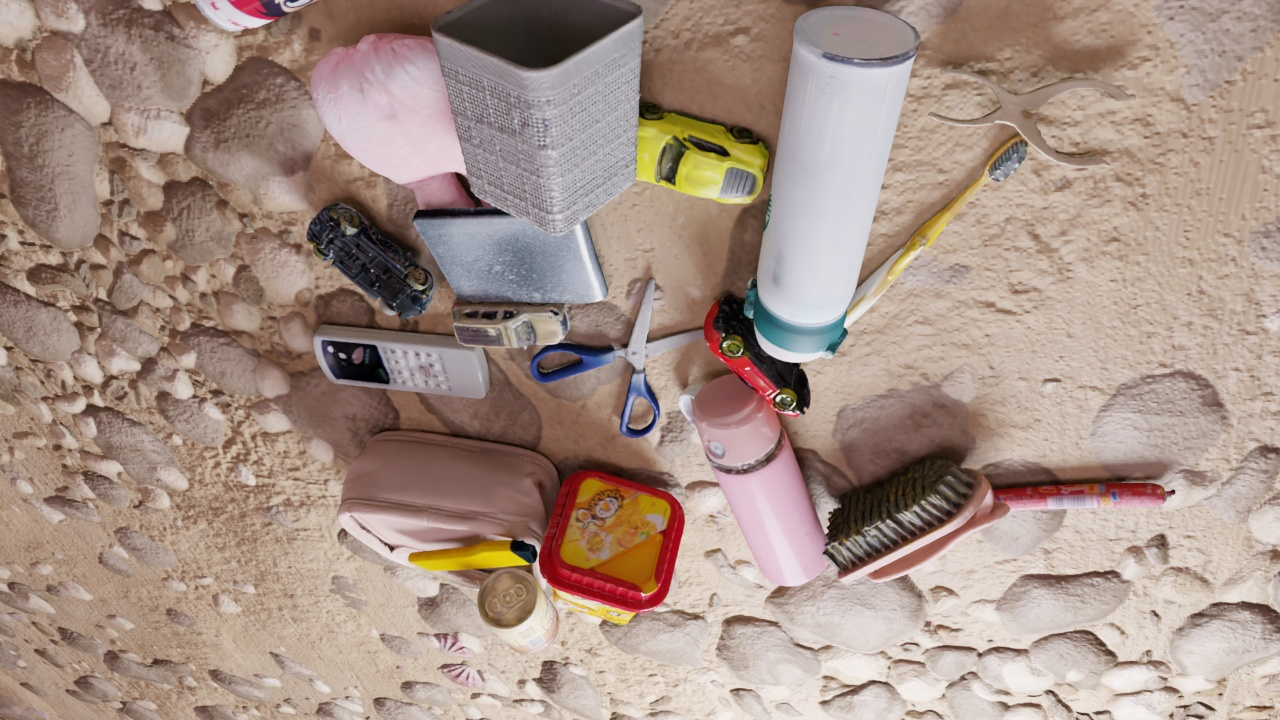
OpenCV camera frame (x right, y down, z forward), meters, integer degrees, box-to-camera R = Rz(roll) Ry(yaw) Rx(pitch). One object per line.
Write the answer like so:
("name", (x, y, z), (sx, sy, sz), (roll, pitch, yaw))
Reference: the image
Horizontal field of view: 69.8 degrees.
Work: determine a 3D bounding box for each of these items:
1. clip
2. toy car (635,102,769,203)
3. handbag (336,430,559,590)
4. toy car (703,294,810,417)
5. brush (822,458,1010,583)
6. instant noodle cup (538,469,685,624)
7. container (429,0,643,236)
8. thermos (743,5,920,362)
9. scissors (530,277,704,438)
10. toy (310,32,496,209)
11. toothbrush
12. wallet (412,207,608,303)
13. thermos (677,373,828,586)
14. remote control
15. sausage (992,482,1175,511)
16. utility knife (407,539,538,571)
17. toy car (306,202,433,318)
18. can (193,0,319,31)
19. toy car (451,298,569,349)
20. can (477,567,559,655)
("clip", (0.214, -0.124, 0.510), (0.105, 0.034, 0.084), (-2, 108, 18))
("toy car", (0.028, -0.127, 0.579), (0.105, 0.032, 0.048), (17, 135, 3))
("handbag", (-0.169, 0.172, 0.893), (0.193, 0.093, 0.235), (6, 141, 10))
("toy car", (0.086, 0.000, 0.667), (0.106, 0.049, 0.031), (42, 130, -22))
("brush", (0.220, 0.130, 0.740), (0.073, 0.063, 0.146), (41, 127, -13))
("instant noodle cup", (-0.030, 0.177, 0.833), (0.116, 0.115, 0.124), (16, 146, 0))
("container", (-0.055, -0.145, 0.533), (0.090, 0.090, 0.114), (30, 144, 27))
("thermos", (0.108, -0.094, 0.562), (0.073, 0.073, 0.225), (10, 134, 7))
("scissors", (-0.012, 0.002, 0.725), (0.175, 0.012, 0.162), (-2, 130, 17))
("toy", (-0.137, -0.143, 0.598), (0.121, 0.054, 0.159), (-6, 142, 21))
("toothbrush", (0.179, -0.072, 0.594), (0.016, 0.018, 0.192), (30, 132, -10))
("wallet", (-0.089, -0.075, 0.648), (0.121, 0.019, 0.097), (0, 148, 11))
("thermos", (0.091, 0.097, 0.751), (0.087, 0.067, 0.199), (14, 142, 44))
("remote control", (-0.202, 0.002, 0.774), (0.150, 0.021, 0.058), (5, 133, 11))
("sausage", (0.329, 0.107, 0.716), (0.156, 0.020, 0.020), (-6, 130, 22))
("utility knife", (-0.147, 0.169, 0.802), (0.154, 0.015, 0.033), (-13, 135, 35))
("toy car", (-0.201, -0.075, 0.694), (0.049, 0.031, 0.105), (-30, 117, 37))
("can", (-0.197, -0.235, 0.529), (0.133, 0.053, 0.053), (-10, 128, 24))
("toy car", (-0.100, -0.029, 0.706), (0.090, 0.035, 0.042), (1, 133, 12))
("can", (-0.112, 0.235, 0.855), (0.058, 0.058, 0.116), (8, 153, 10))
